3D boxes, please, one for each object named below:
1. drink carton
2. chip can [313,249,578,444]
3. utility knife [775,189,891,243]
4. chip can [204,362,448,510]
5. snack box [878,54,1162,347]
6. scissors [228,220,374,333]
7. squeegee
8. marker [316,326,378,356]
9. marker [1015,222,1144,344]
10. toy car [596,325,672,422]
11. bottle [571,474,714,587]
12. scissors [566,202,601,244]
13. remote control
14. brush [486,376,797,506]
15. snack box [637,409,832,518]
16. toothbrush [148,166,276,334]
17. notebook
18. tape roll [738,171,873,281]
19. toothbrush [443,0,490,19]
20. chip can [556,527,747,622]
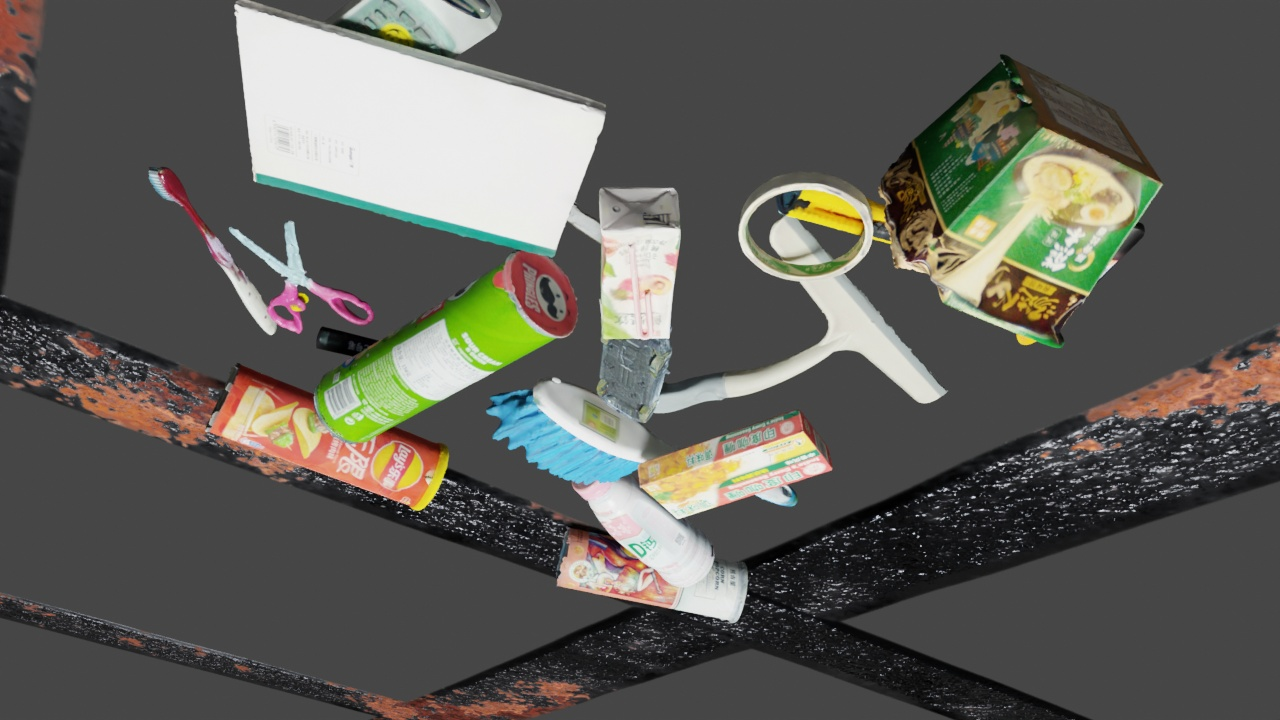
[{"bbox_3d":[-0.002,-0.063,0.641,0.053,0.045,0.123,0,145,-2],"label":"drink carton"},{"bbox_3d":[-0.159,-0.005,0.720,0.237,0.072,0.072,-26,133,31],"label":"chip can"},{"bbox_3d":[0.179,-0.086,0.606,0.197,0.015,0.033,14,144,-8],"label":"utility knife"},{"bbox_3d":[-0.298,0.076,0.884,0.216,0.073,0.073,25,142,-23],"label":"chip can"},{"bbox_3d":[0.215,-0.094,0.516,0.117,0.118,0.106,19,133,-15],"label":"snack box"},{"bbox_3d":[-0.266,-0.062,0.733,0.124,0.017,0.134,14,141,-6],"label":"scissors"},{"bbox_3d":[0.080,0.011,0.745,0.247,0.039,0.246,-20,136,34],"label":"squeegee"},{"bbox_3d":[-0.214,-0.004,0.799,0.132,0.020,0.022,14,154,-10],"label":"marker"},{"bbox_3d":[0.301,-0.052,0.633,0.018,0.015,0.124,14,142,-11],"label":"marker"},{"bbox_3d":[-0.004,0.004,0.745,0.054,0.036,0.121,30,144,13],"label":"toy car"},{"bbox_3d":[0.003,0.167,0.960,0.068,0.068,0.197,-17,134,31],"label":"bottle"},{"bbox_3d":[-0.048,-0.107,0.626,0.173,0.014,0.141,9,146,-2],"label":"scissors"},{"bbox_3d":[-0.144,-0.185,0.528,0.135,0.019,0.056,-18,137,32],"label":"remote control"},{"bbox_3d":[0.010,0.093,0.866,0.314,0.060,0.110,31,135,-33],"label":"brush"},{"bbox_3d":[0.083,0.094,0.816,0.156,0.027,0.077,-22,140,20],"label":"snack box"},{"bbox_3d":[-0.330,-0.080,0.719,0.017,0.016,0.188,8,146,14],"label":"toothbrush"},{"bbox_3d":[-0.140,-0.134,0.575,0.209,0.012,0.151,13,148,-11],"label":"notebook"},{"bbox_3d":[0.107,-0.085,0.597,0.086,0.013,0.086,7,141,5],"label":"tape roll"},{"bbox_3d":[-0.156,-0.223,0.460,0.181,0.018,0.016,28,132,-16],"label":"toothbrush"},{"bbox_3d":[0.012,0.249,1.066,0.214,0.071,0.071,13,145,-6],"label":"chip can"}]
